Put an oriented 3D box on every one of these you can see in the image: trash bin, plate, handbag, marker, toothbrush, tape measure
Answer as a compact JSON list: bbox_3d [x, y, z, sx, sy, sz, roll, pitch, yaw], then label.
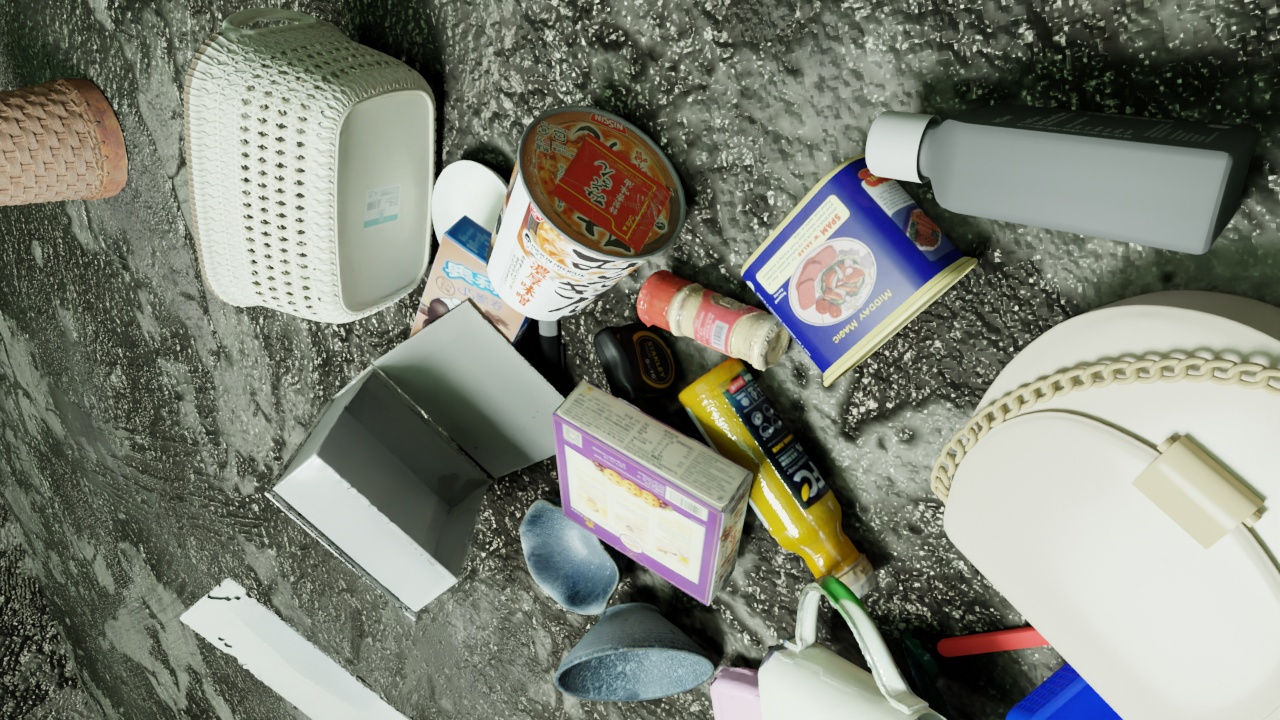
[{"bbox_3d":[-0.758,-0.252,1.101,0.151,0.209,0.151,17,120,33],"label":"trash bin"},{"bbox_3d":[-0.130,-0.117,0.768,0.104,0.026,0.104,16,118,34],"label":"plate"},{"bbox_3d":[0.279,0.074,0.473,0.210,0.103,0.209,49,131,27],"label":"handbag"},{"bbox_3d":[-0.075,-0.045,0.764,0.022,0.016,0.139,3,113,5],"label":"marker"},{"bbox_3d":[0.147,0.226,0.614,0.151,0.073,0.176,5,106,63],"label":"handbag"},{"bbox_3d":[0.277,0.164,0.568,0.213,0.017,0.012,-29,89,46],"label":"toothbrush"},{"bbox_3d":[-0.004,0.004,0.693,0.034,0.061,0.061,-30,73,42],"label":"tape measure"}]

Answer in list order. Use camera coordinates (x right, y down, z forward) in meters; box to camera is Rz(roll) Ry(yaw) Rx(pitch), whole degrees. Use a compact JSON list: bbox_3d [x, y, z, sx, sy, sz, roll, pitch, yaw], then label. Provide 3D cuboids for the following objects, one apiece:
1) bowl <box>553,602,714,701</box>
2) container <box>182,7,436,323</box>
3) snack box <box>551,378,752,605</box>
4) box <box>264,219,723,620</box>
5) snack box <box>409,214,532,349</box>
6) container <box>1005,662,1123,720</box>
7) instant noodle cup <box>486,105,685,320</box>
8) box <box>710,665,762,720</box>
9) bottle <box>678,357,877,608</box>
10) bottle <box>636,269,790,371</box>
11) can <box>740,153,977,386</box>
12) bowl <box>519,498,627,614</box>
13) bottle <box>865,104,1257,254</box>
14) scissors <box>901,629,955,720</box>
[{"bbox_3d":[-0.007,0.246,0.793,0.137,0.137,0.057,-46,38,42],"label":"bowl"},{"bbox_3d":[-0.267,-0.152,0.769,0.143,0.184,0.247,22,123,20],"label":"container"},{"bbox_3d":[0.005,0.101,0.682,0.143,0.040,0.148,28,146,20],"label":"snack box"},{"bbox_3d":[-0.109,0.004,0.814,0.167,0.421,0.173,47,173,-19],"label":"box"},{"bbox_3d":[-0.137,-0.043,0.770,0.087,0.034,0.152,35,140,0],"label":"snack box"},{"bbox_3d":[0.280,0.236,0.540,0.114,0.096,0.058,53,172,10],"label":"container"},{"bbox_3d":[-0.051,-0.094,0.660,0.123,0.123,0.122,55,142,7],"label":"instant noodle cup"},{"bbox_3d":[0.137,0.349,0.747,0.153,0.037,0.201,2,110,38],"label":"box"},{"bbox_3d":[0.099,0.087,0.651,0.053,0.053,0.186,-39,83,42],"label":"bottle"},{"bbox_3d":[0.051,-0.029,0.647,0.109,0.044,0.044,24,122,29],"label":"bottle"},{"bbox_3d":[0.128,-0.055,0.563,0.092,0.056,0.117,52,132,11],"label":"can"},{"bbox_3d":[-0.050,0.163,0.806,0.110,0.055,0.110,17,119,34],"label":"bowl"},{"bbox_3d":[0.201,-0.100,0.465,0.174,0.083,0.046,18,119,34],"label":"bottle"},{"bbox_3d":[0.231,0.279,0.584,0.203,0.015,0.201,143,102,-83],"label":"scissors"}]
